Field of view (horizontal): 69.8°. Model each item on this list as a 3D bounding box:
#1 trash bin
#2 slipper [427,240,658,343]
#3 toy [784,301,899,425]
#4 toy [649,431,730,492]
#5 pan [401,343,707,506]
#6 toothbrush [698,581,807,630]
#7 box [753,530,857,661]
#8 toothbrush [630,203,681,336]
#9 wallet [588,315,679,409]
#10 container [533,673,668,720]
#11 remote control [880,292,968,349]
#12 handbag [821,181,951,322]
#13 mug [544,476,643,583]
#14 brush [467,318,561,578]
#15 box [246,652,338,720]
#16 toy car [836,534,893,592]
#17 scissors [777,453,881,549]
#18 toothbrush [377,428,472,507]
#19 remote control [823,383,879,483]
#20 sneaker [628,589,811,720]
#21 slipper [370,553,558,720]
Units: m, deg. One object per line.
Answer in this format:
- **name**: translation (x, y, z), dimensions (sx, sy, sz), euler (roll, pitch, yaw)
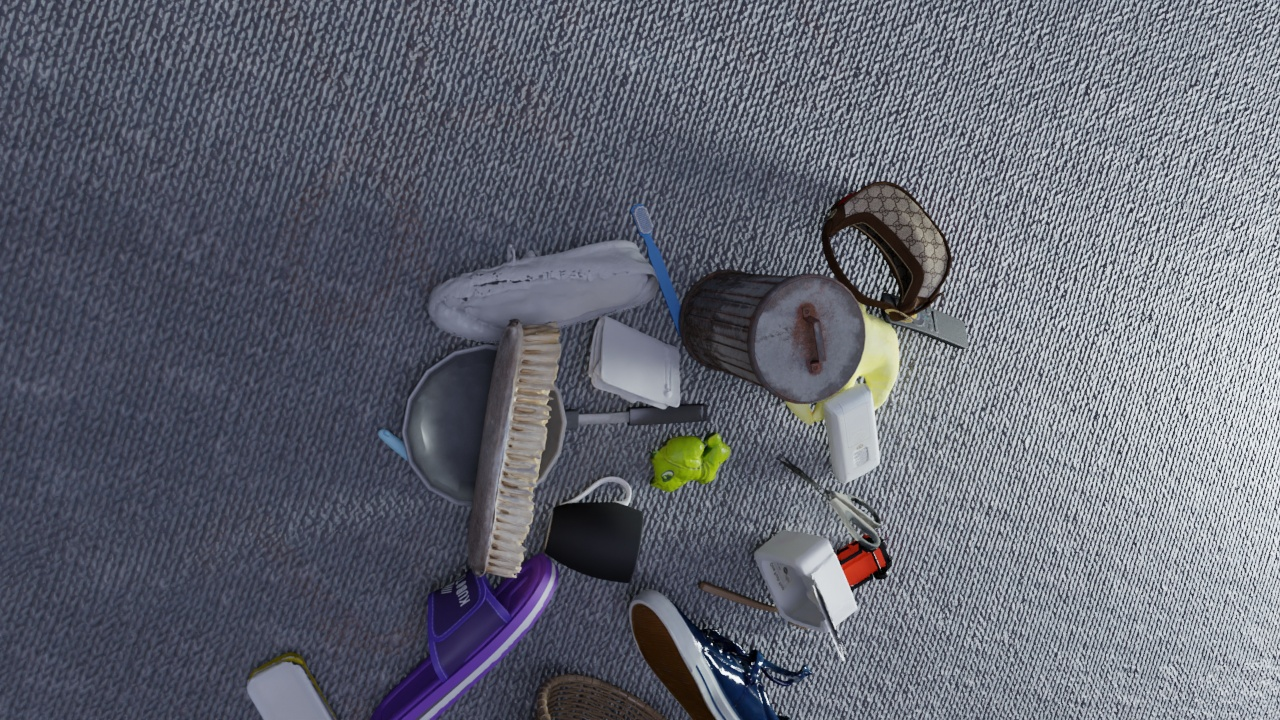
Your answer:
- **trash bin**: translation (0.138, -0.033, 0.989), dimensions (0.130, 0.211, 0.131), euler (-3, 99, -20)
- **slipper**: translation (-0.106, -0.081, 0.990), dimensions (0.246, 0.074, 0.112), euler (-13, 132, -12)
- **toy**: translation (0.243, -0.002, 1.107), dimensions (0.170, 0.064, 0.155), euler (-8, 108, -20)
- **toy**: translation (0.058, 0.120, 1.083), dimensions (0.093, 0.036, 0.094), euler (29, 100, -29)
- **pan**: translation (-0.089, 0.067, 1.033), dimensions (0.356, 0.041, 0.178), euler (-2, 97, -22)
- **toothbrush**: translation (0.144, 0.306, 1.144), dimensions (0.166, 0.016, 0.016), euler (23, 90, -18)
- **box**: translation (0.208, 0.269, 1.069), dimensions (0.083, 0.190, 0.110), euler (-28, 101, -11)
- **toothbrush**: translation (0.025, -0.100, 1.055), dimensions (0.016, 0.014, 0.167), euler (-25, 104, -12)
- **wallet**: translation (-0.006, 0.006, 1.031), dimensions (0.116, 0.032, 0.086), euler (24, 59, -31)
- **container**: translation (-0.060, 0.498, 1.010), dimensions (0.227, 0.227, 0.196), euler (29, 95, -18)
- **remote control**: translation (0.351, -0.047, 1.134), dimensions (0.151, 0.020, 0.041), euler (16, 61, -32)
- **handbag**: translation (0.289, -0.124, 1.087), dimensions (0.138, 0.063, 0.166), euler (-45, 99, -19)
- **mug**: translation (-0.052, 0.186, 1.045), dimensions (0.100, 0.085, 0.118), euler (12, 64, -6)
- **brush**: translation (-0.133, 0.091, 0.948), dimensions (0.056, 0.083, 0.271), euler (8, 93, -22)
- **box**: translation (-0.357, 0.417, 1.007), dimensions (0.064, 0.033, 0.209), euler (-26, 103, -10)
- **toy car**: translation (0.268, 0.260, 1.156), dimensions (0.100, 0.049, 0.051), euler (-28, 105, -11)
- **scissors**: translation (0.235, 0.174, 1.127), dimensions (0.169, 0.131, 0.013), euler (22, 127, -31)
- **toothbrush**: translation (-0.227, 0.125, 1.011), dimensions (0.155, 0.016, 0.022), euler (42, 53, -18)
- **remote control**: translation (0.259, 0.091, 1.118), dimensions (0.060, 0.025, 0.139), euler (-26, 128, -11)
- **sneaker**: translation (0.101, 0.367, 1.107), dimensions (0.127, 0.121, 0.294), euler (-45, 111, -30)
- **slipper**: translation (-0.211, 0.300, 0.997), dimensions (0.266, 0.107, 0.084), euler (-44, 107, -2)
